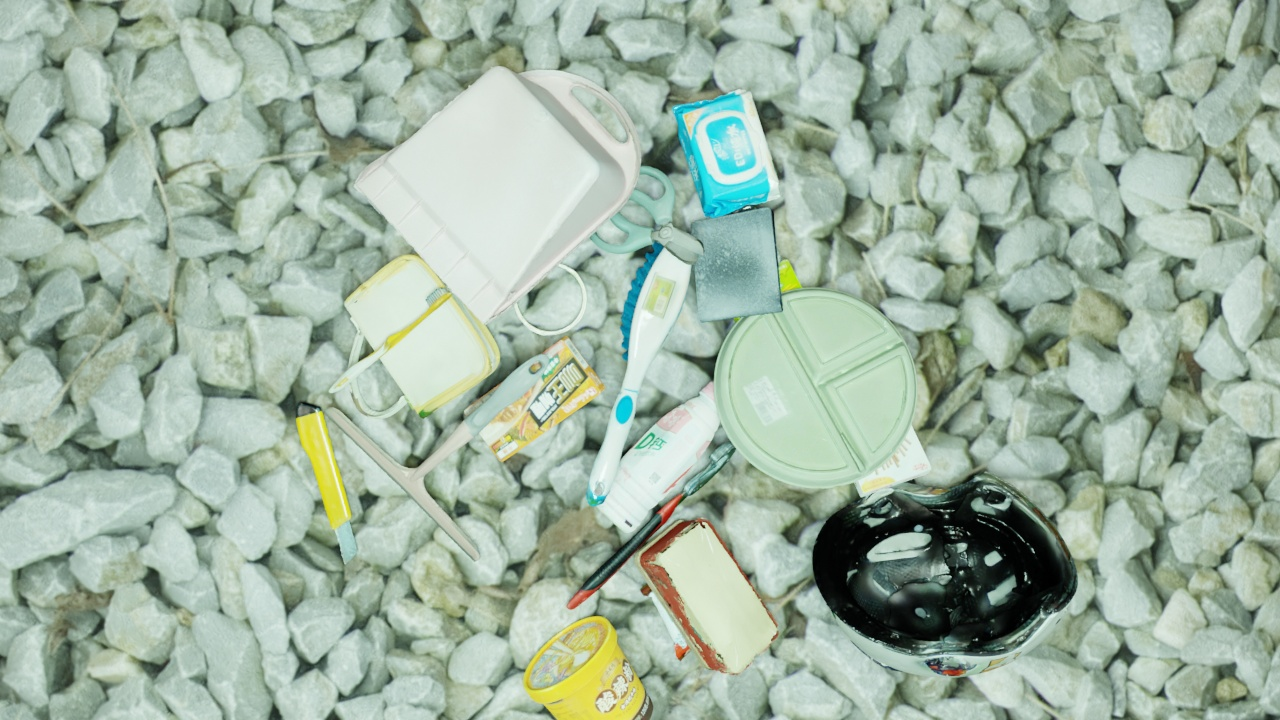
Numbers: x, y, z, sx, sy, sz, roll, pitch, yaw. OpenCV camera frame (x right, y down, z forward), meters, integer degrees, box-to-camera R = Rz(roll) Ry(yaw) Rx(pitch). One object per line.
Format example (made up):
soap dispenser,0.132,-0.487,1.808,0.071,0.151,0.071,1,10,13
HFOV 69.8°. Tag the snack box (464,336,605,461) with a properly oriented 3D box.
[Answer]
snack box,-0.121,0.045,1.043,0.154,0.026,0.075,-35,94,19

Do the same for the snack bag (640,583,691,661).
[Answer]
snack bag,0.041,0.301,1.087,0.048,0.026,0.104,-32,93,-15

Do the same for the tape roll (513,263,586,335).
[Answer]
tape roll,-0.105,-0.072,1.070,0.086,0.014,0.086,0,93,-3

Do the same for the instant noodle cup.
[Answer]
instant noodle cup,-0.054,0.375,1.043,0.118,0.118,0.114,-33,101,-2

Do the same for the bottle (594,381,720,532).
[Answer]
bottle,0.030,0.108,1.061,0.068,0.068,0.197,44,86,-4

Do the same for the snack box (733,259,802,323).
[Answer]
snack box,0.166,-0.031,1.066,0.085,0.026,0.156,-25,81,-3

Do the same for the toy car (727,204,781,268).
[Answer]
toy car,0.131,-0.136,1.064,0.043,0.034,0.090,-21,78,-2

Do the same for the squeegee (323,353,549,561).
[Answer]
squeegee,-0.192,0.077,1.011,0.250,0.040,0.247,-41,98,17

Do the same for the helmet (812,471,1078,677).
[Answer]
helmet,0.334,0.258,1.029,0.274,0.229,0.157,-14,133,0

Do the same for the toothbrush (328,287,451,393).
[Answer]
toothbrush,-0.280,-0.021,1.012,0.192,0.016,0.018,-36,83,17

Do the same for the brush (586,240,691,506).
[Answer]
brush,-0.006,0.006,1.031,0.060,0.109,0.314,20,91,-10

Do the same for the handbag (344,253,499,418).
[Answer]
handbag,-0.267,-0.017,1.047,0.179,0.063,0.163,-33,94,13

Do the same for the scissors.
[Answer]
scissors,0.023,-0.169,1.026,0.186,0.019,0.132,17,77,32

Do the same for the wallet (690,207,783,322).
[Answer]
wallet,0.109,-0.107,1.039,0.097,0.019,0.120,-7,83,21

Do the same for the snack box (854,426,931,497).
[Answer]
snack box,0.264,0.071,1.065,0.084,0.027,0.156,-19,70,-3

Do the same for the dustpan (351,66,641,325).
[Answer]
dustpan,-0.134,-0.200,1.025,0.274,0.138,0.222,-42,85,12

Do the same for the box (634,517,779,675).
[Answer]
box,0.078,0.270,1.048,0.091,0.080,0.168,-35,94,-26

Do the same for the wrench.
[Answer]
wrench,0.013,0.195,1.073,0.273,0.056,0.016,-45,70,3

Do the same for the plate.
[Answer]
plate,0.197,0.027,1.027,0.230,0.027,0.230,0,79,2

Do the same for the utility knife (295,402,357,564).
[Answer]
utility knife,-0.361,0.141,1.061,0.033,0.015,0.195,-15,93,0

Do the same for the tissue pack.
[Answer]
tissue pack,0.098,-0.235,1.042,0.090,0.063,0.140,-16,80,-3
